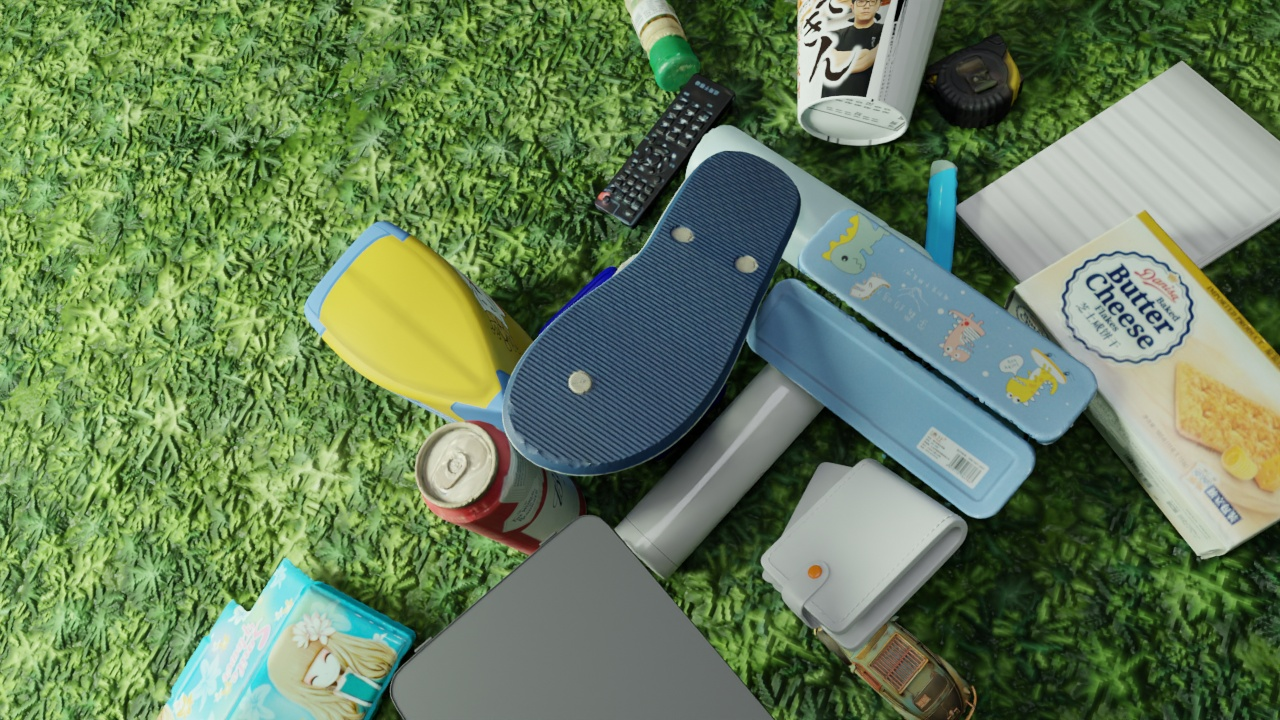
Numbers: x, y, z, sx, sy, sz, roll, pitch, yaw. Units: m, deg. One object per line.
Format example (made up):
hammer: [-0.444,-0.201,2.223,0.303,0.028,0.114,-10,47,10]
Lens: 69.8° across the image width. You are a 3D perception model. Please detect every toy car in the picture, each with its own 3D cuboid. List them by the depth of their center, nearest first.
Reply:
toy car: [0.164,0.194,0.596,0.112,0.047,0.047,39,81,28]

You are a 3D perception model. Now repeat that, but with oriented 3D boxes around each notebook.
notebook: [0.367,-0.121,0.685,0.210,0.009,0.142,-33,64,1]

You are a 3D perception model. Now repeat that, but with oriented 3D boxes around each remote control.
remote control: [0.023,-0.180,0.796,0.047,0.022,0.150,35,83,24]

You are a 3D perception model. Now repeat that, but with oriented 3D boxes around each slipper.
slipper: [0.021,-0.031,0.630,0.118,0.060,0.294,28,62,13]

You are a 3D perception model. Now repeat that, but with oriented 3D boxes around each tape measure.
tape measure: [0.268,-0.220,0.734,0.067,0.038,0.062,-21,66,6]

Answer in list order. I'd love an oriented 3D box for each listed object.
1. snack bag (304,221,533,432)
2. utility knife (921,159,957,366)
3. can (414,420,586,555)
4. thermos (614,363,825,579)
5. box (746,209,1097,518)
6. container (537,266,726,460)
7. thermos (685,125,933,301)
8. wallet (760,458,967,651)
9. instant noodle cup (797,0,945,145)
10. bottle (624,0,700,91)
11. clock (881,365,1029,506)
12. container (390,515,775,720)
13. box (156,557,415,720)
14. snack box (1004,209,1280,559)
snack bag: [-0.125,0.008,0.687,0.205,0.159,0.102,38,86,23]
utility knife: [0.227,-0.078,0.701,0.015,0.031,0.174,19,72,-21]
can: [-0.092,0.092,0.638,0.067,0.170,0.067,-6,68,14]
thermos: [0.075,0.059,0.670,0.052,0.052,0.224,41,84,25]
box: [0.180,-0.003,0.609,0.209,0.034,0.127,39,96,19]
container: [-0.004,0.004,0.697,0.085,0.084,0.113,-45,66,-6]
thermos: [0.129,-0.106,0.711,0.207,0.077,0.065,40,117,26]
wallet: [0.139,0.122,0.627,0.118,0.037,0.115,-43,37,-7]
instant noodle cup: [0.177,-0.246,0.733,0.124,0.123,0.121,7,80,18]
bottle: [0.019,-0.296,0.831,0.043,0.043,0.111,-22,64,6]
clock: [0.230,0.036,0.637,0.090,0.053,0.124,40,84,24]
container: [-0.018,0.231,0.569,0.162,0.130,0.241,-40,69,-9]
box: [-0.295,0.269,0.685,0.182,0.072,0.226,24,77,21]
snack box: [0.349,0.012,0.603,0.104,0.057,0.207,-32,69,2]
